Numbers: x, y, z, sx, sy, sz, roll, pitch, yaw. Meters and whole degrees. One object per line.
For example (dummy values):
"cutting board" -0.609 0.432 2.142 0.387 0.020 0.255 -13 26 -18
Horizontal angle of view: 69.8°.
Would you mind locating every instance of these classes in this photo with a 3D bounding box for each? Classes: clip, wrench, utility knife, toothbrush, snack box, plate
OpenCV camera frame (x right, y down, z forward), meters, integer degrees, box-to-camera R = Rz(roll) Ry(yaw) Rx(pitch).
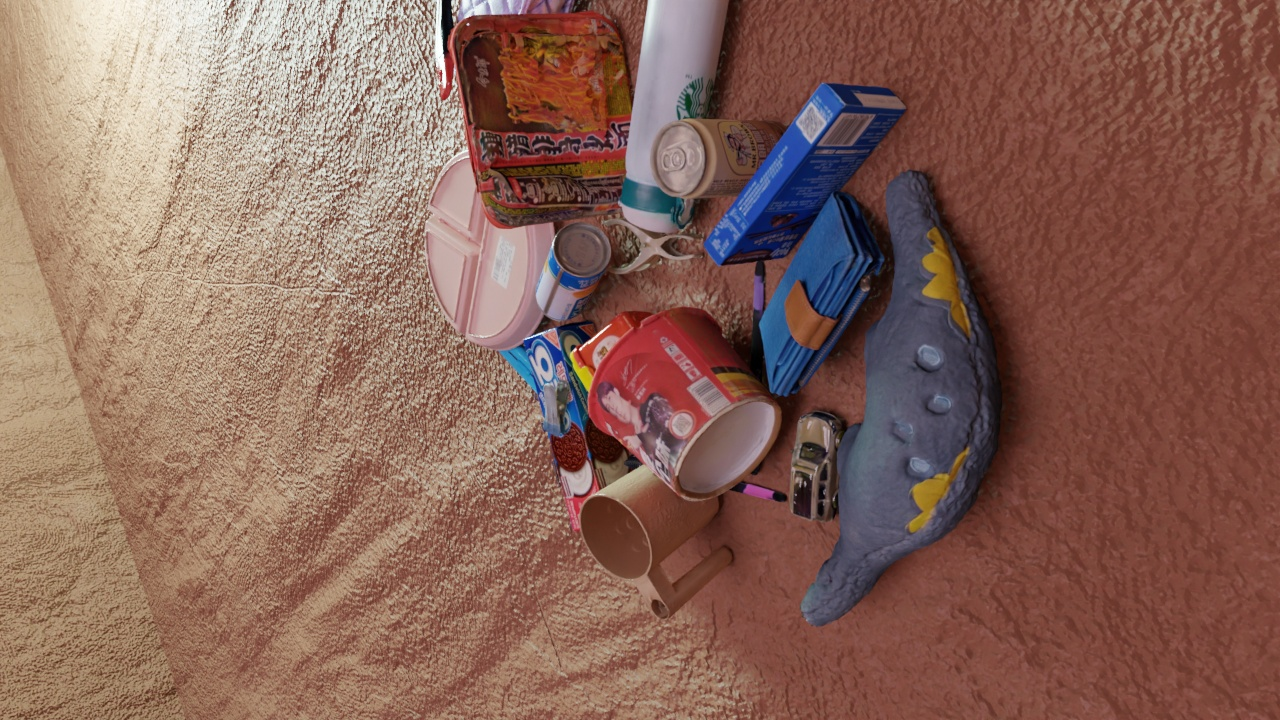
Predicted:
"clip" 0.008 -0.094 0.843 0.103 0.034 0.093 32 117 28
"wrench" -0.204 -0.379 0.938 0.056 0.016 0.273 -46 46 51
"utility knife" -0.137 -0.004 1.023 0.199 0.018 0.034 42 127 33
"toothbrush" 0.098 0.009 0.787 0.014 0.016 0.189 12 106 45
"snack box" -0.059 0.065 0.932 0.058 0.057 0.207 -17 87 44
"clip" -0.084 0.047 0.899 0.025 0.031 0.057 26 119 37
"snack box" 0.119 -0.135 0.680 0.026 0.084 0.158 56 132 21
"toothbrush" 0.055 0.110 0.854 0.189 0.017 0.014 9 115 43
"plate" -0.173 -0.123 1.008 0.230 0.028 0.229 10 104 45
"snack box" -0.005 0.005 0.851 0.080 0.081 0.091 -46 67 27

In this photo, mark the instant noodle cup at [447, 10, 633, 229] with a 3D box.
"instant noodle cup" -0.088 -0.214 0.829 0.079 0.164 0.189 -4 96 63

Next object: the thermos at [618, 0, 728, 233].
"thermos" 0.029 -0.220 0.766 0.073 0.073 0.224 28 119 38

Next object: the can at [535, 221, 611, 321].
"can" -0.066 -0.081 0.871 0.053 0.053 0.135 68 162 10

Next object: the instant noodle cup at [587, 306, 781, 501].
"instant noodle cup" 0.040 0.041 0.757 0.108 0.137 0.138 47 129 38

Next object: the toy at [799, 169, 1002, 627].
"toy" 0.186 0.051 0.651 0.138 0.091 0.357 35 119 57

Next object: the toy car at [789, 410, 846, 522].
"toy car" 0.143 0.086 0.746 0.042 0.035 0.090 14 107 42

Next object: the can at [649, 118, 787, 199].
"can" 0.066 -0.155 0.706 0.059 0.116 0.058 13 109 43

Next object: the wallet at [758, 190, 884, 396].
"wallet" 0.129 -0.049 0.691 0.106 0.040 0.133 -89 19 -53

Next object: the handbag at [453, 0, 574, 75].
"handbag" -0.120 -0.350 0.883 0.134 0.075 0.194 48 128 34

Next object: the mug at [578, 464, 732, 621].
"mug" 0.021 0.153 0.824 0.124 0.103 0.084 56 136 6
